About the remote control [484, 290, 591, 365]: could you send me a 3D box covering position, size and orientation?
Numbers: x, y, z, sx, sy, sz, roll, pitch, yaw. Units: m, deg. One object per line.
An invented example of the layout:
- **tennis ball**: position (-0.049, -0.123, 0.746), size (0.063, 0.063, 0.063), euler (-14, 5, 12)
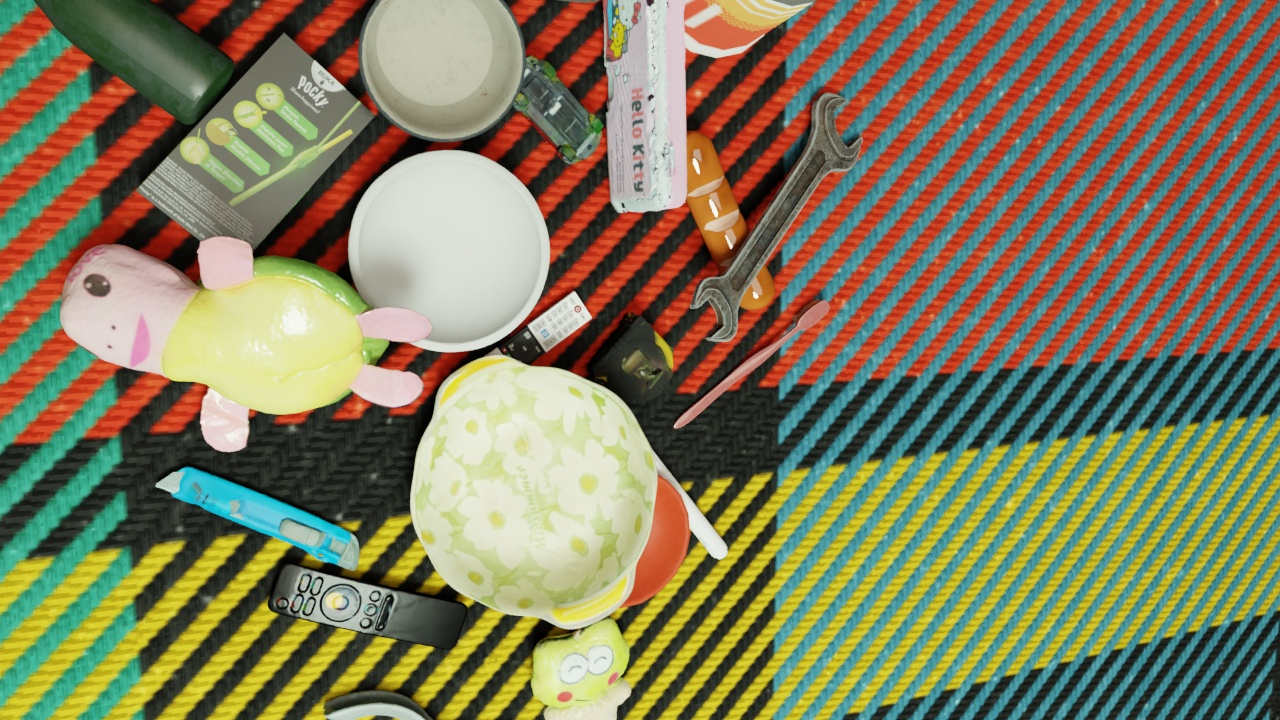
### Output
- **remote control**: position (-0.096, -0.010, 0.750), size (0.124, 0.012, 0.028), euler (-38, 110, -14)

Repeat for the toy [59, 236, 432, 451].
- **toy**: position (-0.267, -0.017, 0.632), size (0.238, 0.087, 0.191), euler (7, 133, -13)

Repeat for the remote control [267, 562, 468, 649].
- **remote control**: position (-0.213, 0.194, 0.727), size (0.151, 0.020, 0.041), euler (20, 90, -23)

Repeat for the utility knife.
- **utility knife**: position (-0.281, 0.119, 0.690), size (0.158, 0.015, 0.031), euler (28, 82, -22)

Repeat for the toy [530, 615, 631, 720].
- **toy**: position (-0.049, 0.279, 0.795), size (0.092, 0.046, 0.115), euler (-17, 112, -23)

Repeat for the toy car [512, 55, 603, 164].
- **toy car**: position (-0.070, -0.195, 0.720), size (0.091, 0.036, 0.042), euler (42, 80, -21)

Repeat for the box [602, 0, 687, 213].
- **box**: position (0.003, -0.218, 0.723), size (0.044, 0.086, 0.202), euler (-6, 100, -31)

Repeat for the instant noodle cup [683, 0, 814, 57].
- **instant noodle cup**: position (0.086, -0.314, 0.722), size (0.123, 0.121, 0.123), euler (-3, 99, -22)

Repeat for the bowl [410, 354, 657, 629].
- **bowl**: position (-0.081, 0.101, 0.724), size (0.188, 0.060, 0.219), euler (-29, 84, -1)

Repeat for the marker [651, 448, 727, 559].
- **marker**: position (0.040, 0.130, 0.822), size (0.017, 0.020, 0.133), euler (-43, 111, -16)

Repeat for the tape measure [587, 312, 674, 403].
- **tape measure**: position (-0.005, 0.005, 0.776), size (0.062, 0.038, 0.067), euler (44, 79, -22)

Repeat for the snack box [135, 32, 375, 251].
- **snack box**: position (-0.269, -0.147, 0.650), size (0.080, 0.025, 0.147), euler (42, 81, -22)

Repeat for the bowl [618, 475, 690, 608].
- **bowl**: position (-0.019, 0.149, 0.792), size (0.121, 0.035, 0.122), euler (-3, 99, -22)

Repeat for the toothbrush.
- **toothbrush**: position (0.100, 0.003, 0.835), size (0.184, 0.016, 0.015), euler (-39, 110, -10)

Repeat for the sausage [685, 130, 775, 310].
- **sausage**: position (0.070, -0.118, 0.786), size (0.039, 0.044, 0.164), euler (-31, 108, -11)

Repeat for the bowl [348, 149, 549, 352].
- **bowl**: position (-0.147, -0.083, 0.701), size (0.149, 0.043, 0.149), euler (-3, 99, -22)

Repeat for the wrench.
- **wrench**: position (0.121, -0.126, 0.788), size (0.070, 0.010, 0.272), euler (47, 64, -26)

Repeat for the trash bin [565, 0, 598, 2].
- **trash bin**: position (-0.101, -0.385, 0.648), size (0.191, 0.098, 0.220), euler (-3, 100, -22)

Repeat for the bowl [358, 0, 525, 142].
- **bowl**: position (-0.146, -0.223, 0.663), size (0.115, 0.059, 0.116), euler (-10, 121, -16)

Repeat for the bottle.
- **bottle**: position (-0.354, -0.227, 0.588), size (0.174, 0.055, 0.055), euler (36, 83, -22)

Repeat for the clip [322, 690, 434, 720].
- **clip**: position (-0.182, 0.297, 0.750), size (0.171, 0.029, 0.143), euler (2, 98, -24)
